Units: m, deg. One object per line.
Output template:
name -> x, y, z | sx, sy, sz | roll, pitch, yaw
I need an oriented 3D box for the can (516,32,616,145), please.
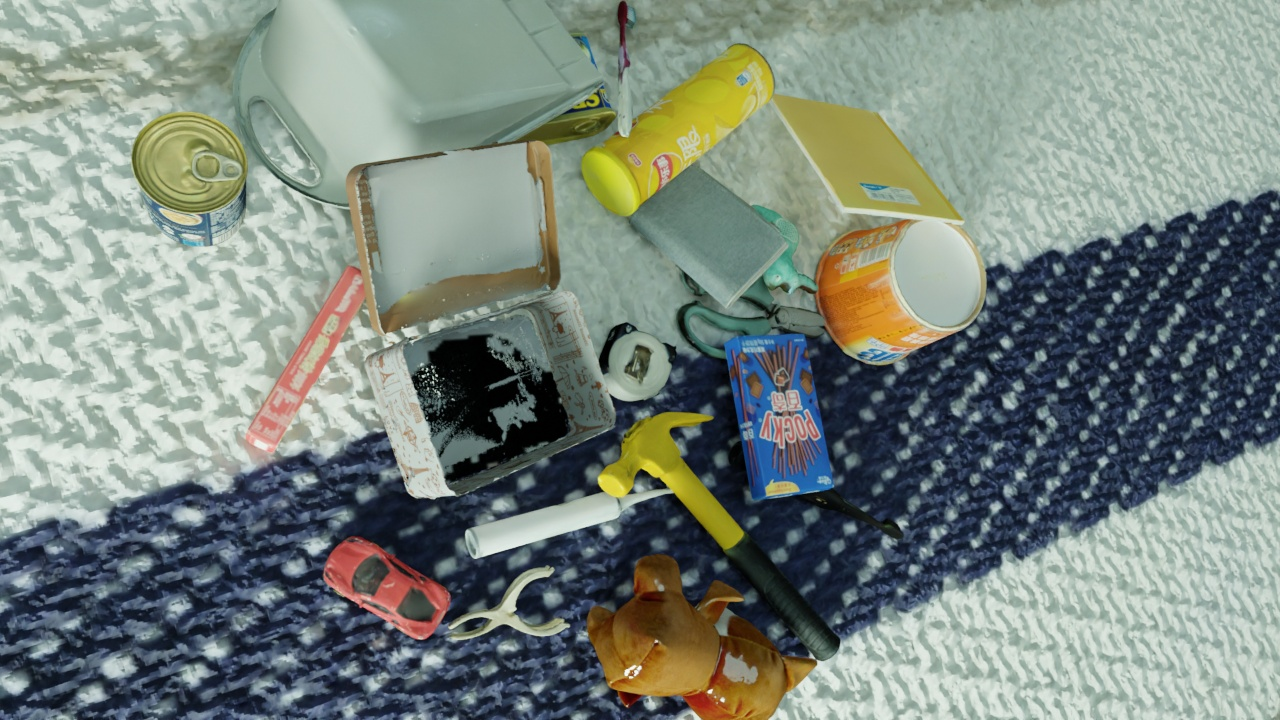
can -> -0.085, -0.252, 0.859 | 0.102, 0.057, 0.083 | -18, 87, -24

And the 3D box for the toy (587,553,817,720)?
toy -> 0.051, 0.258, 0.809 | 0.199, 0.140, 0.130 | 32, 29, -17

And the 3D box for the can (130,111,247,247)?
can -> -0.342, -0.134, 0.702 | 0.075, 0.111, 0.075 | 3, 82, -23

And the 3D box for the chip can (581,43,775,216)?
chip can -> 0.040, -0.228, 0.900 | 0.212, 0.072, 0.072 | -42, 98, -24

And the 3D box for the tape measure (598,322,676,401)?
tape measure -> -0.005, 0.005, 0.862 | 0.065, 0.034, 0.066 | 24, 72, -16

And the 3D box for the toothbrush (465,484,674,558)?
toothbrush -> -0.049, 0.136, 0.823 | 0.220, 0.027, 0.026 | -11, 93, -30

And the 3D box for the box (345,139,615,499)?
box -> -0.132, -0.038, 0.747 | 0.178, 0.103, 0.261 | -22, 96, -39

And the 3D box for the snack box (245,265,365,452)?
snack box -> -0.264, -0.001, 0.731 | 0.025, 0.075, 0.152 | 31, 71, -17

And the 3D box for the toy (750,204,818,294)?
toy -> 0.147, -0.106, 0.941 | 0.096, 0.030, 0.091 | 22, 60, -32

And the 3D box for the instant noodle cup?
instant noodle cup -> 0.273, -0.077, 0.950 | 0.151, 0.112, 0.151 | 4, 79, -22

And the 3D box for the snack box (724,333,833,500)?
snack box -> 0.134, 0.052, 0.890 | 0.084, 0.026, 0.157 | -3, 78, -30

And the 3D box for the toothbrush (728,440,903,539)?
toothbrush -> 0.182, 0.135, 0.925 | 0.212, 0.026, 0.027 | 27, 29, -18

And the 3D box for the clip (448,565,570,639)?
clip -> -0.109, 0.204, 0.787 | 0.101, 0.035, 0.096 | 12, 81, -13

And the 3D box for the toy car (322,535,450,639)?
toy car -> -0.207, 0.185, 0.750 | 0.106, 0.031, 0.049 | 36, 68, -11

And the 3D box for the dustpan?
dustpan -> -0.209, -0.253, 0.799 | 0.256, 0.143, 0.222 | -35, 87, -42

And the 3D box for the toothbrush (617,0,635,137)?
toothbrush -> -0.013, -0.283, 0.885 | 0.017, 0.016, 0.187 | 20, 52, -30

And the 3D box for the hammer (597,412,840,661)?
hammer -> 0.089, 0.170, 0.864 | 0.301, 0.033, 0.128 | 50, 53, -12

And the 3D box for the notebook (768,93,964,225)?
notebook -> 0.227, -0.210, 0.942 | 0.145, 0.010, 0.206 | 2, 44, -23

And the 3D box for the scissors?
scissors -> 0.112, -0.031, 0.925 | 0.185, 0.019, 0.129 | 30, 72, -14

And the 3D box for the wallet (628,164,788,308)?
wallet -> 0.069, -0.125, 0.903 | 0.130, 0.037, 0.106 | 42, 66, 9
